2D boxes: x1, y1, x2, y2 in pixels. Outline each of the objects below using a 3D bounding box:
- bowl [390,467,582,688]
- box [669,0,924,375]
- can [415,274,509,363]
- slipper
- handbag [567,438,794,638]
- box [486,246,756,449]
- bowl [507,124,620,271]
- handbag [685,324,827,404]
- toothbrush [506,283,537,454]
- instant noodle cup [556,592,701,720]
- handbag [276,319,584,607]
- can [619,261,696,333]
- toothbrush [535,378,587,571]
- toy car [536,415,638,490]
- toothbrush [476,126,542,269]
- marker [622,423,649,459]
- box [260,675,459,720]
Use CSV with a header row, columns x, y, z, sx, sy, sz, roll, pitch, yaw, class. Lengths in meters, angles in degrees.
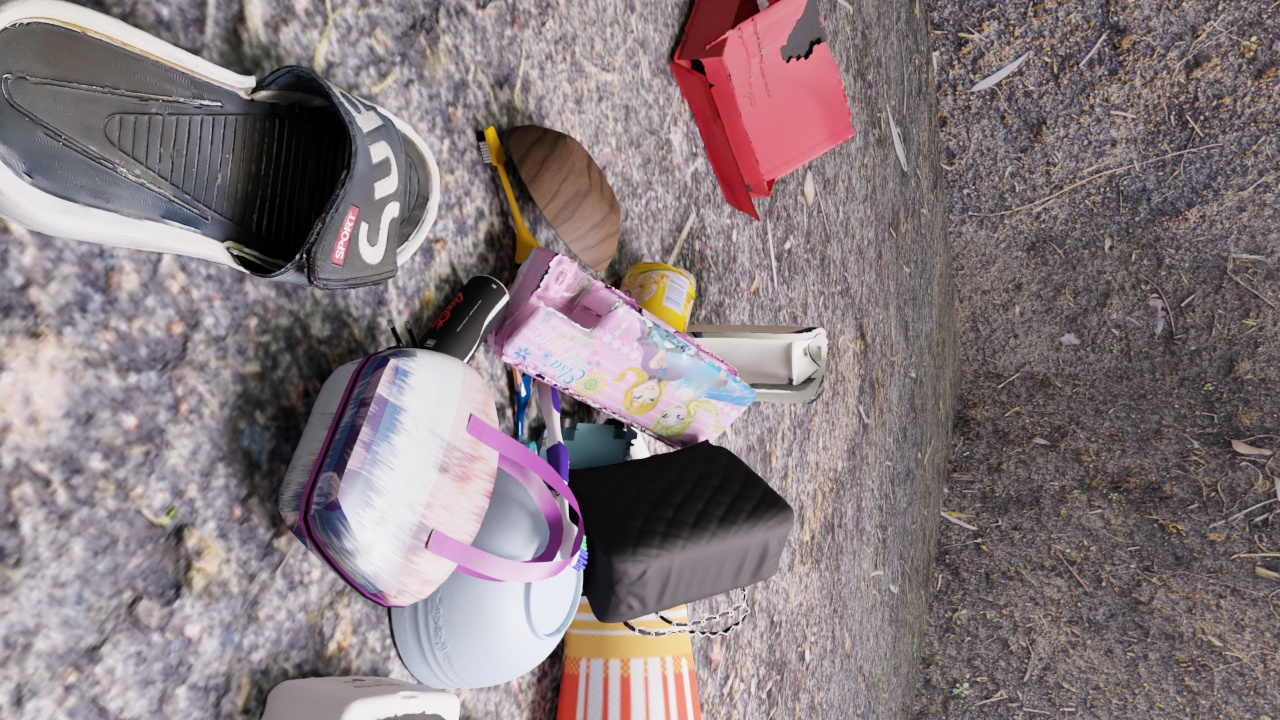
x,y,z,sx,sy,sz,roll,pitch,yaw,class
-0.086,0.144,0.604,0.150,0.075,0.150,2,90,-65,bowl
0.139,-0.188,0.907,0.213,0.128,0.424,58,11,-50,box
-0.114,-0.019,0.582,0.080,0.032,0.031,-62,144,-43,can
-0.171,-0.090,0.429,0.263,0.063,0.111,6,86,-62,slipper
0.018,0.133,0.692,0.153,0.125,0.115,-12,129,-24,handbag
-0.003,0.005,0.683,0.230,0.063,0.084,31,84,-43,box
-0.045,-0.123,0.652,0.119,0.032,0.119,53,16,-23,bowl
0.116,-0.001,0.926,0.175,0.151,0.074,-17,107,-64,handbag
-0.086,0.012,0.661,0.021,0.017,0.135,-15,105,-55,toothbrush
-0.010,0.248,0.731,0.123,0.124,0.121,21,65,-63,instant noodle cup
-0.101,0.072,0.512,0.170,0.068,0.144,34,59,-36,handbag
0.006,-0.027,0.792,0.068,0.068,0.104,53,45,-52,can
-0.057,0.066,0.630,0.016,0.015,0.186,45,19,-38,toothbrush
-0.049,0.073,0.729,0.107,0.028,0.060,8,91,-49,toy car
-0.078,-0.072,0.659,0.031,0.031,0.197,-50,133,-47,toothbrush
0.004,0.103,0.856,0.020,0.017,0.134,-34,132,-15,marker
-0.133,0.226,0.482,0.108,0.102,0.102,33,61,-58,box
